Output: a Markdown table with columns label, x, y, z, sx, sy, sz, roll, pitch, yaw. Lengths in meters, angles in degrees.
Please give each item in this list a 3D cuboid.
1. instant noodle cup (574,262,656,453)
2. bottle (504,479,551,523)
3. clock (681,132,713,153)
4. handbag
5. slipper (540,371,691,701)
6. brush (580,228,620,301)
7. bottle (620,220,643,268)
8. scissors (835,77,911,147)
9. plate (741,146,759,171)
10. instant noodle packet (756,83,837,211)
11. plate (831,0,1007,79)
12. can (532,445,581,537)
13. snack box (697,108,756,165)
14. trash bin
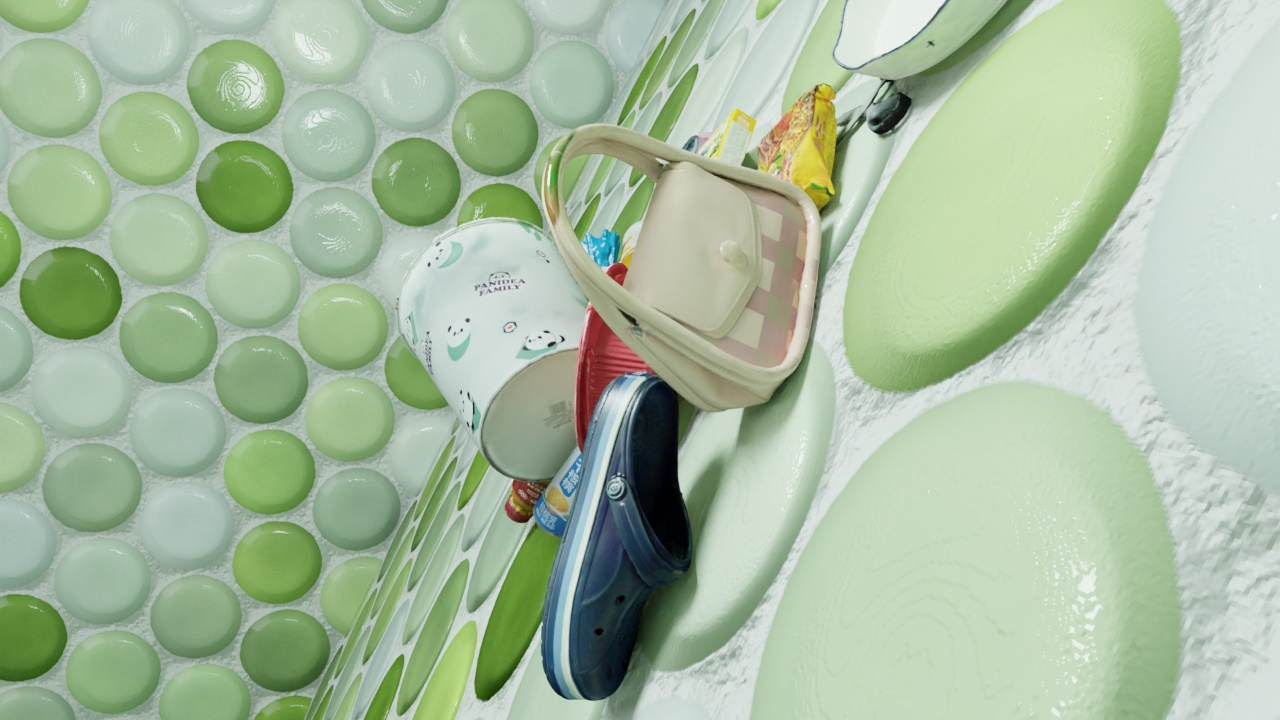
| label | x | y | z | sx | sy | sz | roll | pitch | yaw |
| --- | --- | --- | --- | --- | --- | --- | --- | --- | --- |
| instant noodle cup | -0.005 | 0.005 | 0.881 | 0.193 | 0.066 | 0.194 | 9 | -91 | -78 |
| bottle | -0.121 | 0.141 | 1.178 | 0.175 | 0.057 | 0.057 | -55 | 16 | 31 |
| clock | 0.068 | -0.232 | 1.178 | 0.117 | 0.060 | 0.158 | -54 | 18 | 36 |
| handbag | 0.025 | -0.088 | 0.702 | 0.094 | 0.234 | 0.192 | -32 | 35 | 50 |
| slipper | -0.002 | 0.135 | 0.705 | 0.095 | 0.105 | 0.252 | 6 | 80 | 32 |
| brush | -0.084 | -0.040 | 1.265 | 0.315 | 0.060 | 0.109 | 117 | 152 | -52 |
| bottle | 0.008 | -0.117 | 1.159 | 0.068 | 0.068 | 0.189 | -56 | 15 | 27 |
| scissors | 0.196 | -0.216 | 0.791 | 0.181 | 0.014 | 0.159 | -57 | 13 | 32 |
| plate | 0.085 | -0.126 | 0.988 | 0.231 | 0.027 | 0.229 | -57 | 15 | 24 |
| instant noodle packet | 0.136 | -0.168 | 0.823 | 0.111 | 0.044 | 0.128 | 129 | 153 | -56 |
| plate | 0.233 | -0.302 | 0.700 | 0.205 | 0.045 | 0.204 | -48 | 22 | 27 |
| can | -0.065 | 0.132 | 1.002 | 0.135 | 0.053 | 0.053 | -55 | 16 | 31 |
| snack box | 0.081 | -0.208 | 1.032 | 0.087 | 0.033 | 0.140 | -42 | 26 | 54 |
| trash bin | -0.140 | -0.007 | 1.070 | 0.230 | 0.229 | 0.252 | -58 | 43 | 20 |
